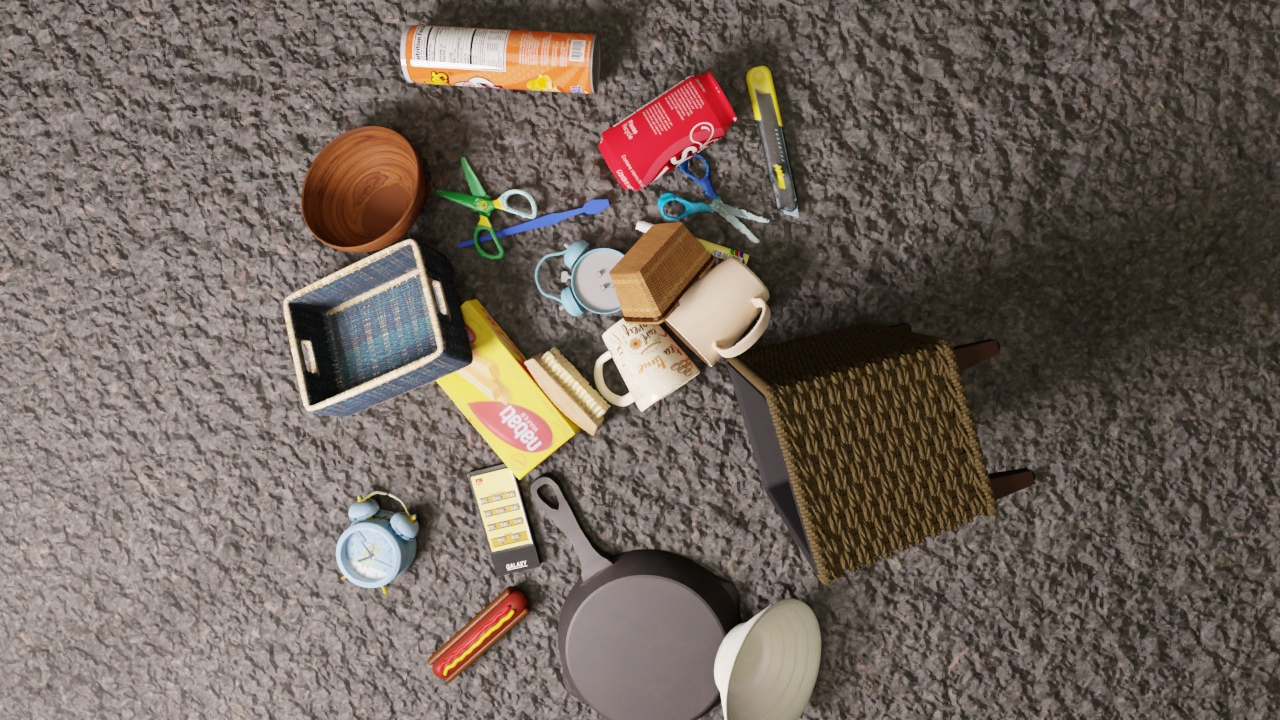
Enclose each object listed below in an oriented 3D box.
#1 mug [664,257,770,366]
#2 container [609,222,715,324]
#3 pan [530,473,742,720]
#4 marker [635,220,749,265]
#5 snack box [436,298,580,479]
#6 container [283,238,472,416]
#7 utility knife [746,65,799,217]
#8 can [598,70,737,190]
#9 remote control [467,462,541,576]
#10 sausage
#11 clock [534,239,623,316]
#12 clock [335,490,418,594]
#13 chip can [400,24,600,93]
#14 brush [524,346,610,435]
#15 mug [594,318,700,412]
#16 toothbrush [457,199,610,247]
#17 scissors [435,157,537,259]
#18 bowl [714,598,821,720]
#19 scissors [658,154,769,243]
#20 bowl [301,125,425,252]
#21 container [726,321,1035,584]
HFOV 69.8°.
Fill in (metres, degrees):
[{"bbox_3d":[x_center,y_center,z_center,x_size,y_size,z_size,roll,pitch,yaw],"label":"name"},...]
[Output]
[{"bbox_3d":[0.094,-0.050,1.007,0.104,0.111,0.085,-46,132,0],"label":"mug"},{"bbox_3d":[0.020,-0.098,0.995,0.113,0.063,0.061,-50,124,-29],"label":"container"},{"bbox_3d":[-0.026,0.290,1.095,0.249,0.043,0.356,-33,93,9],"label":"pan"},{"bbox_3d":[0.059,-0.134,1.044,0.132,0.014,0.014,19,99,3],"label":"marker"},{"bbox_3d":[-0.168,0.034,1.075,0.092,0.042,0.200,-39,92,11],"label":"snack box"},{"bbox_3d":[-0.296,-0.033,1.036,0.188,0.071,0.145,-22,74,16],"label":"container"},{"bbox_3d":[0.149,-0.240,1.019,0.029,0.020,0.171,-14,97,9],"label":"utility knife"},{"bbox_3d":[0.028,-0.249,1.001,0.142,0.074,0.074,-31,94,9],"label":"can"},{"bbox_3d":[-0.164,0.192,1.111,0.058,0.013,0.133,-15,96,7],"label":"remote control"},{"bbox_3d":[-0.197,0.335,1.121,0.156,0.040,0.040,-43,92,10],"label":"sausage"},{"bbox_3d":[-0.060,-0.093,1.048,0.123,0.042,0.087,6,98,3],"label":"clock"},{"bbox_3d":[-0.318,0.217,1.111,0.089,0.051,0.124,19,99,5],"label":"clock"},{"bbox_3d":[-0.153,-0.333,1.014,0.210,0.062,0.062,5,98,5],"label":"chip can"},{"bbox_3d":[-0.082,0.033,1.063,0.039,0.049,0.117,-41,92,11],"label":"brush"},{"bbox_3d":[-0.006,0.006,1.050,0.122,0.080,0.097,-37,85,36],"label":"mug"},{"bbox_3d":[-0.124,-0.158,1.064,0.187,0.011,0.016,-14,96,10],"label":"toothbrush"},{"bbox_3d":[-0.174,-0.183,1.058,0.119,0.012,0.128,-23,89,9],"label":"scissors"},{"bbox_3d":[0.134,0.353,1.058,0.058,0.176,0.177,11,101,45],"label":"bowl"},{"bbox_3d":[0.092,-0.185,1.034,0.135,0.015,0.086,18,98,2],"label":"scissors"},{"bbox_3d":[-0.300,-0.183,1.039,0.147,0.069,0.147,-4,74,15],"label":"bowl"},{"bbox_3d":[0.221,0.062,0.909,0.205,0.321,0.176,-17,95,1],"label":"container"}]
